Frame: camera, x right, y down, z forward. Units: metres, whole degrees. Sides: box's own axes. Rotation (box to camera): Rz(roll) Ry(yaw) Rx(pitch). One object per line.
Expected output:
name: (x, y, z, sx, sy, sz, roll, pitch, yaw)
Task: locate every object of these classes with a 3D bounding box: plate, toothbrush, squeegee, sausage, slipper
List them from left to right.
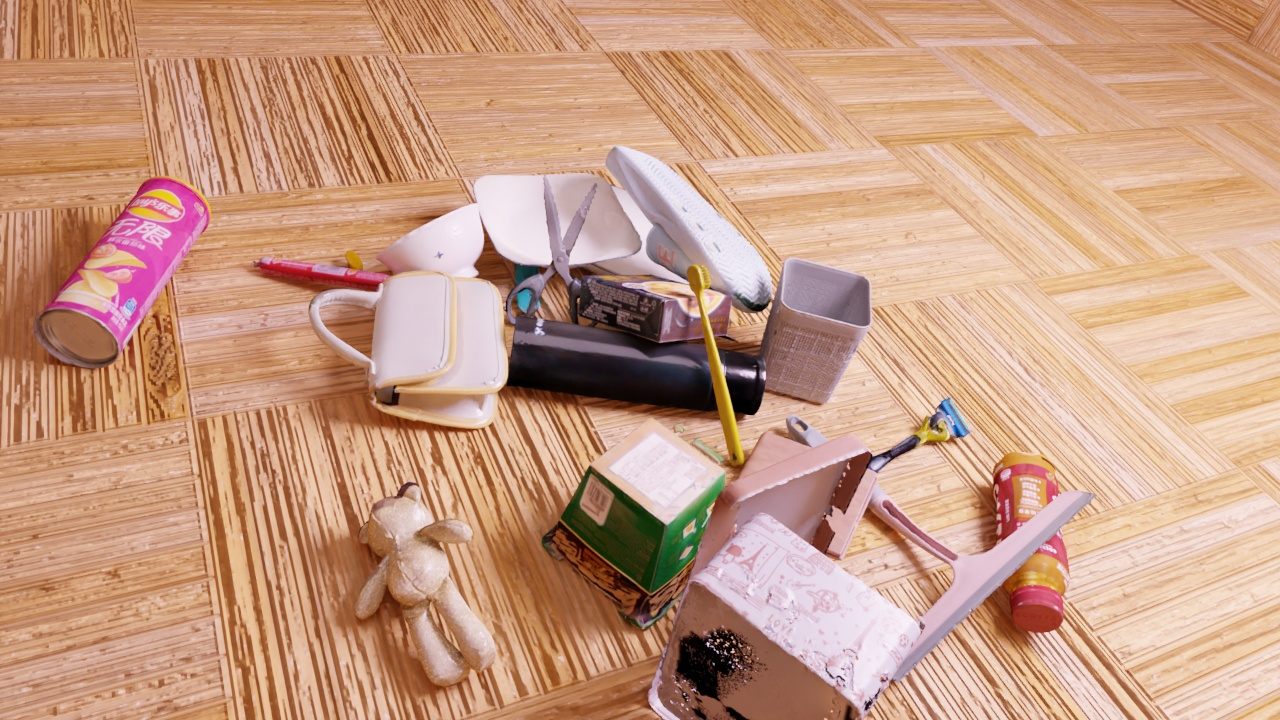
sausage: (-0.316, -0.087, 0.921, 0.156, 0.020, 0.020, 9, 41, 8)
toothbrush: (-0.258, -0.047, 0.913, 0.016, 0.018, 0.191, -18, 53, -28)
plate: (-0.093, -0.147, 0.997, 0.164, 0.034, 0.163, -7, 46, -21)
plate: (-0.005, -0.131, 1.058, 0.266, 0.034, 0.161, 23, 43, 10)
slipper: (0.040, -0.135, 0.977, 0.245, 0.074, 0.103, 50, 28, 21)
toothbrush: (0.072, 0.004, 0.850, 0.016, 0.190, 0.016, -11, 3, 43)
squeegee: (0.221, 0.128, 0.829, 0.247, 0.040, 0.249, -35, 51, -18)

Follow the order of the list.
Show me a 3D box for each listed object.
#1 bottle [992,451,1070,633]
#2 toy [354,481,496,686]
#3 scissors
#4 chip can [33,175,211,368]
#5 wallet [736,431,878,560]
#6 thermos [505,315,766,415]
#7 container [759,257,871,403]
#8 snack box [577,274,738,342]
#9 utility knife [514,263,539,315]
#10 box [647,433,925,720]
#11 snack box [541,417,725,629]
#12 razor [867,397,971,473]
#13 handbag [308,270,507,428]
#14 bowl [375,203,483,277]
bottle: (0.347, 0.159, 0.817, 0.057, 0.058, 0.174, 17, 41, 4)
toy: (-0.157, 0.165, 0.677, 0.105, 0.066, 0.157, -40, 59, 6)
scissors: (-0.081, -0.096, 0.911, 0.159, 0.175, 0.014, -31, 31, 14)
chip can: (-0.474, -0.088, 0.852, 0.071, 0.072, 0.210, 9, 42, -6)
wallet: (0.141, 0.118, 0.812, 0.115, 0.020, 0.101, 17, 48, 22)
thermos: (-0.005, 0.005, 0.892, 0.242, 0.068, 0.090, 9, 18, -9)
container: (0.171, -0.026, 0.930, 0.090, 0.115, 0.090, 15, 41, 1)
snack box: (0.021, -0.051, 0.910, 0.113, 0.053, 0.125, 19, 19, 40)
utility knife: (-0.123, -0.100, 1.008, 0.029, 0.013, 0.156, 2, 43, -11)
box: (0.113, 0.172, 0.650, 0.156, 0.183, 0.192, 36, 49, 22)
snack box: (0.002, 0.118, 0.730, 0.118, 0.106, 0.117, 34, 46, 22)
razor: (0.267, 0.083, 0.907, 0.142, 0.022, 0.042, -24, 75, -28)
handbag: (-0.214, -0.023, 0.844, 0.178, 0.063, 0.163, 8, 40, -18)
bowl: (-0.203, -0.105, 0.942, 0.118, 0.119, 0.065, -35, 100, -41)
